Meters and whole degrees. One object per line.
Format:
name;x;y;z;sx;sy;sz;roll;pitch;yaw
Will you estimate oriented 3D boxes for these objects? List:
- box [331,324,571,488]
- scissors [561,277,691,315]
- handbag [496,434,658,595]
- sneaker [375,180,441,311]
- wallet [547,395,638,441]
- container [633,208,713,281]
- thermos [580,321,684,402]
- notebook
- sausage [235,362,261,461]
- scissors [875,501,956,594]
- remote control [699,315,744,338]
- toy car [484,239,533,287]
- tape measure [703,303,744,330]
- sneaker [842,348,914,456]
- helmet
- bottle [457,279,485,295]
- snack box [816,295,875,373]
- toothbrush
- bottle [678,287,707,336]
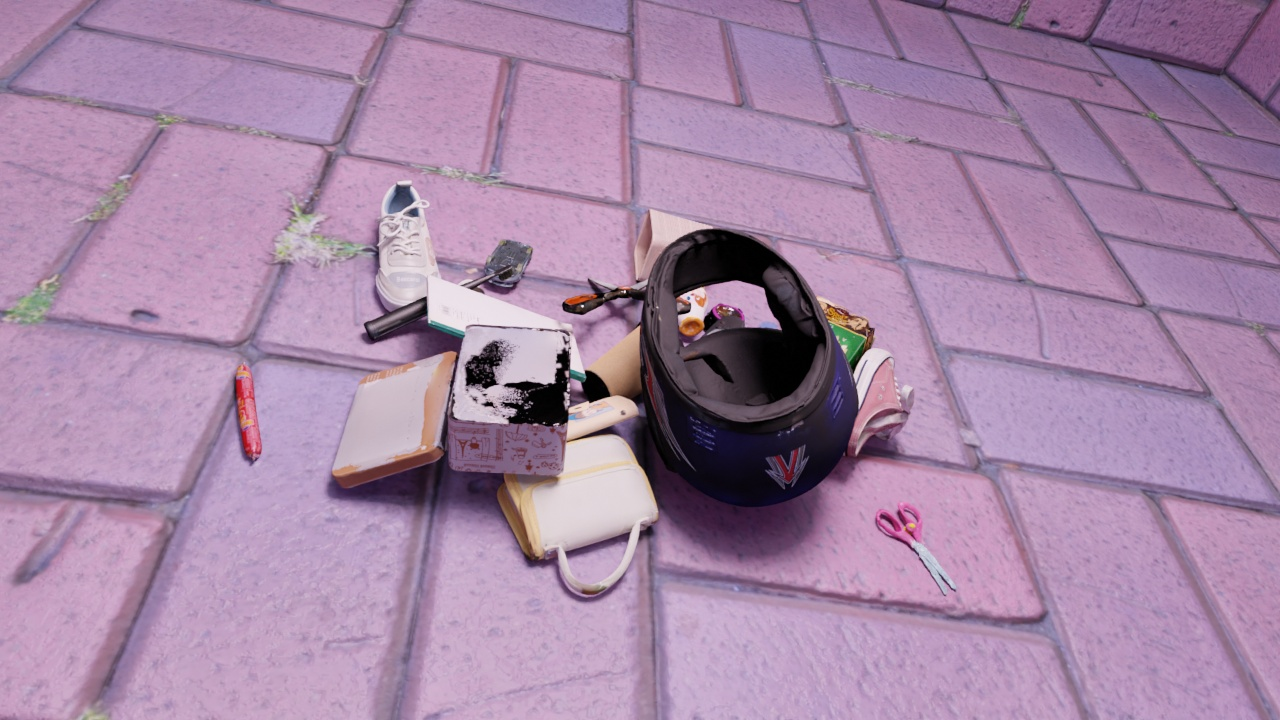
box;-0.210;0.052;1.038;0.259;0.110;0.178;3;38;-4
scissors;-0.021;-0.095;1.300;0.221;0.022;0.233;15;23;35
handbag;-0.058;0.173;1.029;0.163;0.063;0.178;-12;51;-28
sneaker;-0.327;-0.166;1.292;0.089;0.091;0.242;0;44;-18
wallet;-0.067;0.071;1.107;0.115;0.024;0.087;-20;17;-13
container;0.056;-0.170;1.435;0.111;0.090;0.090;11;40;-13
thermos;-0.007;0.007;1.215;0.093;0.093;0.143;40;54;24
notebook;-0.173;-0.044;1.175;0.209;0.012;0.150;20;22;-22
sausage;-0.450;0.056;1.051;0.020;0.020;0.155;-6;45;-25
scissors;0.339;0.233;1.132;0.073;0.017;0.137;-2;47;-22
remote control;0.097;-0.011;1.291;0.053;0.024;0.136;24;60;40
toy car;-0.195;-0.145;1.358;0.054;0.037;0.120;15;30;-2
tape measure;0.126;-0.058;1.366;0.058;0.039;0.056;33;42;18
sneaker;0.322;0.062;1.240;0.088;0.118;0.240;17;31;19
helmet;0.121;0.025;1.107;0.247;0.241;0.315;-17;56;-3
bottle;-0.194;-0.039;1.231;0.079;0.044;0.195;-9;45;-38
snack box;0.257;-0.007;1.313;0.118;0.118;0.105;26;53;14
toothbrush;-0.264;-0.081;1.223;0.212;0.027;0.026;-27;41;-21
bottle;0.069;-0.083;1.357;0.063;0.063;0.108;6;41;-13
